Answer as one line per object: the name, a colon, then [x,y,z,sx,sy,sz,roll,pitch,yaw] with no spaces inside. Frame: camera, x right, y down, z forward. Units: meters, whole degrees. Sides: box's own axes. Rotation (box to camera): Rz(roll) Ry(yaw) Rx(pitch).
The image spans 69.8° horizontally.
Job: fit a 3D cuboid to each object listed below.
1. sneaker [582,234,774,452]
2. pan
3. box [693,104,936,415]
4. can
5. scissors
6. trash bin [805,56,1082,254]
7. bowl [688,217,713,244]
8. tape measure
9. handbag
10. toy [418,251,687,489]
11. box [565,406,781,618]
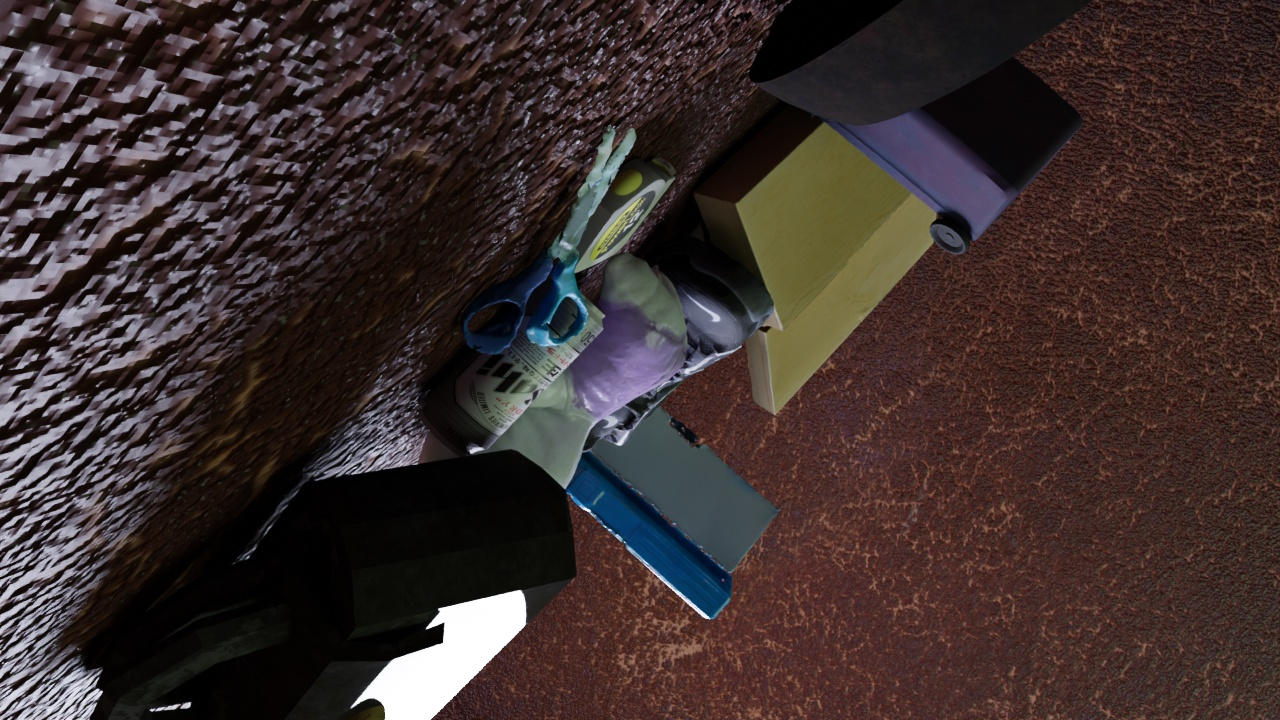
sneaker: [-0.004,0.004,0.710,0.150,0.097,0.253,-49,-177,-26]
pan: [0.180,-0.222,0.384,0.355,0.043,0.249,-53,-162,-23]
box: [0.166,-0.113,0.757,0.246,0.076,0.257,-44,146,-19]
can: [-0.069,0.002,0.494,0.106,0.044,0.044,-46,175,1]
scissors: [-0.038,-0.052,0.418,0.073,0.016,0.134,-5,138,-39]
trash bin: [0.190,-0.165,0.604,0.093,0.161,0.092,-45,169,-11]
bowl: [0.103,-0.107,0.793,0.174,0.068,0.174,-47,168,-13]
tape measure: [-0.013,-0.077,0.477,0.064,0.017,0.064,-49,174,33]
handbag: [-0.155,0.139,0.449,0.199,0.102,0.198,-1,142,-44]
toy: [-0.052,0.028,0.584,0.209,0.085,0.137,-45,174,7]
box: [-0.002,0.122,0.868,0.075,0.243,0.166,-53,174,35]
